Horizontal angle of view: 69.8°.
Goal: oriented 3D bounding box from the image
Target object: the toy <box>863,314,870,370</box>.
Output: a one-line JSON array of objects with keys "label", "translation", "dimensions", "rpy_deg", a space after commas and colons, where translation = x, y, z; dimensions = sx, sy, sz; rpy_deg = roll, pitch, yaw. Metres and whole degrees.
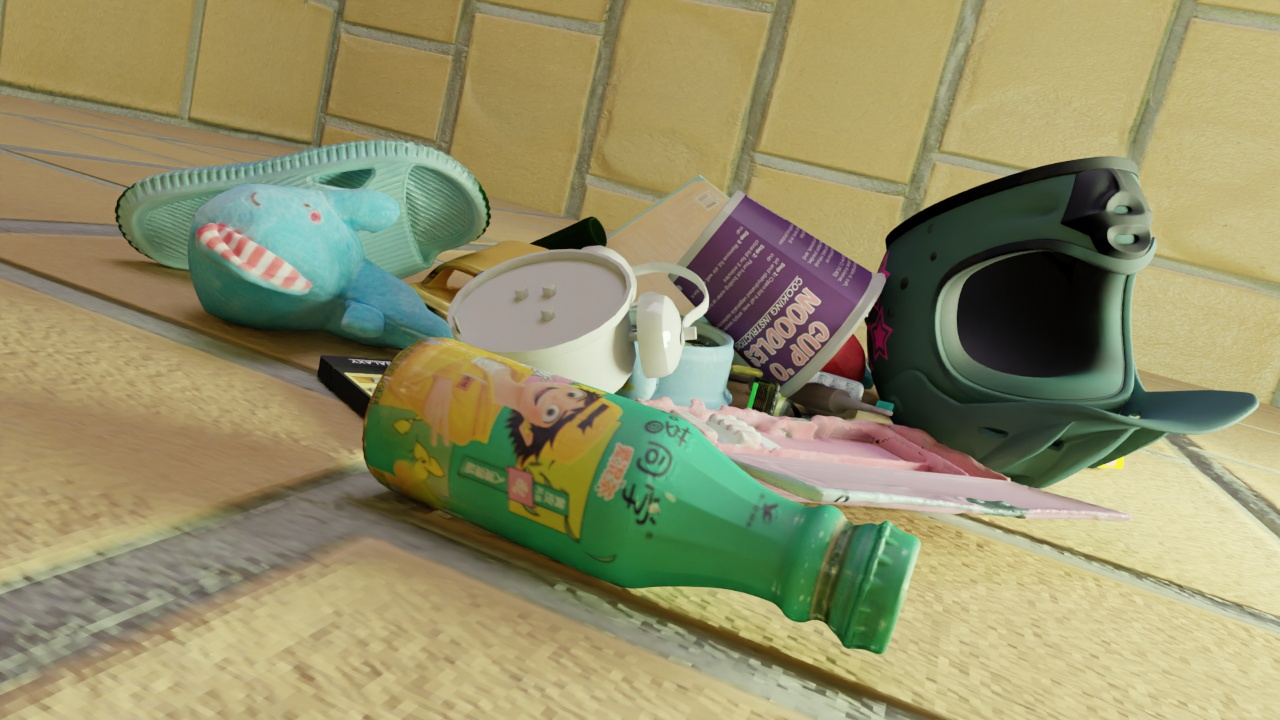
[{"label": "toy", "translation": [0.303, 0.010, 0.886], "dimensions": [0.191, 0.099, 0.224], "rpy_deg": [17, 21, -17]}]

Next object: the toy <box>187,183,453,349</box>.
[{"label": "toy", "translation": [-0.198, -0.059, 0.594], "dimensions": [0.180, 0.115, 0.183], "rpy_deg": [22, 2, -14]}]

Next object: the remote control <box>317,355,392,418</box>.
[{"label": "remote control", "translation": [-0.121, 0.024, 0.487], "dimensions": [0.058, 0.013, 0.133], "rpy_deg": [5, 14, -41]}]

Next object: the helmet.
[{"label": "helmet", "translation": [0.270, -0.010, 0.641], "dimensions": [0.176, 0.200, 0.275], "rpy_deg": [-3, -8, -12]}]

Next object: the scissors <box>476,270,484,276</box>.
[{"label": "scissors", "translation": [-0.072, -0.028, 0.704], "dimensions": [0.125, 0.013, 0.126], "rpy_deg": [42, 43, 2]}]

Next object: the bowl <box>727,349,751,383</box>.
[{"label": "bowl", "translation": [0.078, -0.044, 0.886], "dimensions": [0.160, 0.094, 0.159], "rpy_deg": [14, 11, -3]}]

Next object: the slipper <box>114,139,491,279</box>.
[{"label": "slipper", "translation": [-0.253, -0.103, 0.699], "dimensions": [0.276, 0.116, 0.069], "rpy_deg": [-7, 45, -8]}]

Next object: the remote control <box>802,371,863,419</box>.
[{"label": "remote control", "translation": [0.165, 0.032, 0.797], "dimensions": [0.050, 0.022, 0.133], "rpy_deg": [17, 11, 13]}]

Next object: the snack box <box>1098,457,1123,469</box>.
[{"label": "snack box", "translation": [0.371, 0.053, 0.800], "dimensions": [0.152, 0.075, 0.025], "rpy_deg": [7, -3, -32]}]

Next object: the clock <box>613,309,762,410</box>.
[{"label": "clock", "translation": [-0.004, 0.004, 0.626], "dimensions": [0.161, 0.060, 0.118], "rpy_deg": [-1, 19, -41]}]

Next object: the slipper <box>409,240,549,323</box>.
[{"label": "slipper", "translation": [-0.102, -0.063, 0.800], "dimensions": [0.099, 0.078, 0.262], "rpy_deg": [19, 9, 27]}]

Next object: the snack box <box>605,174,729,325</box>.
[{"label": "snack box", "translation": [0.043, -0.082, 0.820], "dimensions": [0.044, 0.141, 0.193], "rpy_deg": [57, -3, -40]}]

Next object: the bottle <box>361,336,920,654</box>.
[{"label": "bottle", "translation": [-0.004, 0.050, 0.348], "dimensions": [0.210, 0.068, 0.068], "rpy_deg": [18, 11, 21]}]

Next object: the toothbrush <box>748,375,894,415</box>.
[{"label": "toothbrush", "translation": [0.134, 0.027, 0.700], "dimensions": [0.018, 0.019, 0.188], "rpy_deg": [22, -3, -21]}]

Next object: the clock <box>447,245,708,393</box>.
[{"label": "clock", "translation": [-0.036, -0.026, 0.538], "dimensions": [0.159, 0.061, 0.120], "rpy_deg": [-23, 38, -17]}]

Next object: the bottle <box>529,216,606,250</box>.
[{"label": "bottle", "translation": [-0.091, -0.101, 0.876], "dimensions": [0.123, 0.033, 0.033], "rpy_deg": [-19, -4, 25]}]

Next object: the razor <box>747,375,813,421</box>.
[{"label": "razor", "translation": [0.136, 0.050, 0.638], "dimensions": [0.144, 0.044, 0.021], "rpy_deg": [16, -2, -18]}]

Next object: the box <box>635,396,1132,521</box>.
[{"label": "box", "translation": [0.128, 0.067, 0.517], "dimensions": [0.232, 0.040, 0.179], "rpy_deg": [9, 7, -28]}]

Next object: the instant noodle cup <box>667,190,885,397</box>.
[{"label": "instant noodle cup", "translation": [0.090, -0.053, 0.683], "dimensions": [0.122, 0.121, 0.137], "rpy_deg": [39, -23, -2]}]

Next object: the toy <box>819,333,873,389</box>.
[{"label": "toy", "translation": [0.191, -0.004, 0.922], "dimensions": [0.092, 0.062, 0.133], "rpy_deg": [56, 11, 26]}]
